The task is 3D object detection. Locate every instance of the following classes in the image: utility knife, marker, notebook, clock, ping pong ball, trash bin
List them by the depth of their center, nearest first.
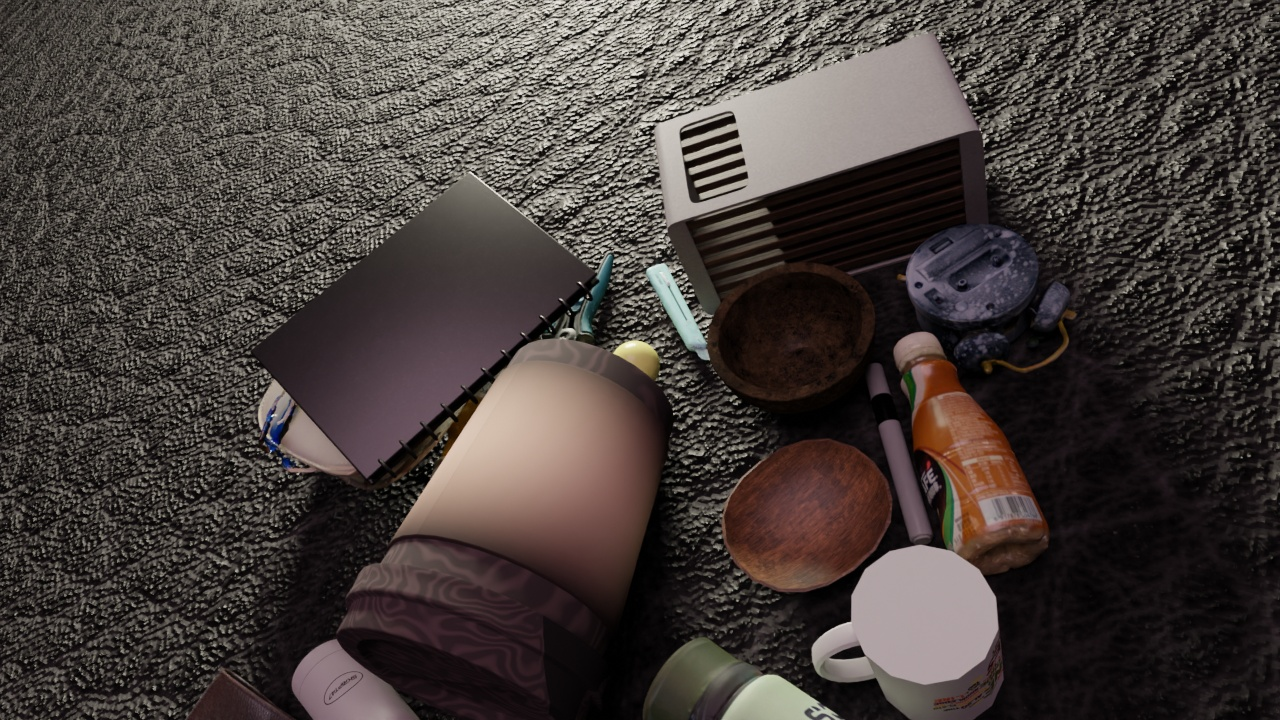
[{"bbox_3d":[0.175,0.060,0.630,0.016,0.016,0.140,-16,52,13],"label":"marker"},{"bbox_3d":[0.244,-0.042,0.649,0.090,0.052,0.129,-33,49,-1],"label":"clock"},{"bbox_3d":[-0.166,-0.032,0.720,0.231,0.019,0.169,-43,65,-14],"label":"notebook"},{"bbox_3d":[0.139,-0.142,0.726,0.229,0.114,0.114,-16,52,13],"label":"trash bin"},{"bbox_3d":[-0.004,0.004,0.733,0.040,0.040,0.040,-12,53,16],"label":"ping pong ball"},{"bbox_3d":[0.032,-0.039,0.766,0.022,0.015,0.119,-7,48,-21],"label":"utility knife"}]

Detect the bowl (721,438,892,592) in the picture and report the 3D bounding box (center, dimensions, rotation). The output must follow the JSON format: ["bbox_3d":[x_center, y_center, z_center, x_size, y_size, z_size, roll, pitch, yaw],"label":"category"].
[{"bbox_3d":[0.113,0.107,0.617,0.114,0.026,0.102,-35,51,-4],"label":"bowl"}]

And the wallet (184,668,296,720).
[{"bbox_3d":[-0.298,0.293,0.665,0.120,0.031,0.099,19,68,31],"label":"wallet"}]

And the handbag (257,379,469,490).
[{"bbox_3d":[-0.219,0.014,0.758,0.200,0.093,0.200,18,72,46],"label":"handbag"}]

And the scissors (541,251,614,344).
[{"bbox_3d":[-0.053,-0.040,0.801,0.148,0.019,0.132,-35,49,-4],"label":"scissors"}]

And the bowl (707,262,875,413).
[{"bbox_3d":[0.115,-0.008,0.678,0.121,0.056,0.121,-12,53,16],"label":"bowl"}]

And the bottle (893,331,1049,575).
[{"bbox_3d":[0.204,0.053,0.593,0.059,0.059,0.167,-19,51,11],"label":"bottle"}]

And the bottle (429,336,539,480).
[{"bbox_3d":[-0.127,0.025,0.764,0.053,0.053,0.185,0,57,24],"label":"bottle"}]

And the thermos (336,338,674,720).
[{"bbox_3d":[-0.072,0.112,0.612,0.173,0.173,0.225,4,52,26],"label":"thermos"}]

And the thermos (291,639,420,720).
[{"bbox_3d":[-0.152,0.269,0.600,0.224,0.052,0.052,31,72,37],"label":"thermos"}]

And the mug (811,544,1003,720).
[{"bbox_3d":[0.149,0.161,0.520,0.105,0.089,0.073,-15,52,13],"label":"mug"}]

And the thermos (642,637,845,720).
[{"bbox_3d":[0.103,0.239,0.497,0.231,0.082,0.082,25,69,35],"label":"thermos"}]
